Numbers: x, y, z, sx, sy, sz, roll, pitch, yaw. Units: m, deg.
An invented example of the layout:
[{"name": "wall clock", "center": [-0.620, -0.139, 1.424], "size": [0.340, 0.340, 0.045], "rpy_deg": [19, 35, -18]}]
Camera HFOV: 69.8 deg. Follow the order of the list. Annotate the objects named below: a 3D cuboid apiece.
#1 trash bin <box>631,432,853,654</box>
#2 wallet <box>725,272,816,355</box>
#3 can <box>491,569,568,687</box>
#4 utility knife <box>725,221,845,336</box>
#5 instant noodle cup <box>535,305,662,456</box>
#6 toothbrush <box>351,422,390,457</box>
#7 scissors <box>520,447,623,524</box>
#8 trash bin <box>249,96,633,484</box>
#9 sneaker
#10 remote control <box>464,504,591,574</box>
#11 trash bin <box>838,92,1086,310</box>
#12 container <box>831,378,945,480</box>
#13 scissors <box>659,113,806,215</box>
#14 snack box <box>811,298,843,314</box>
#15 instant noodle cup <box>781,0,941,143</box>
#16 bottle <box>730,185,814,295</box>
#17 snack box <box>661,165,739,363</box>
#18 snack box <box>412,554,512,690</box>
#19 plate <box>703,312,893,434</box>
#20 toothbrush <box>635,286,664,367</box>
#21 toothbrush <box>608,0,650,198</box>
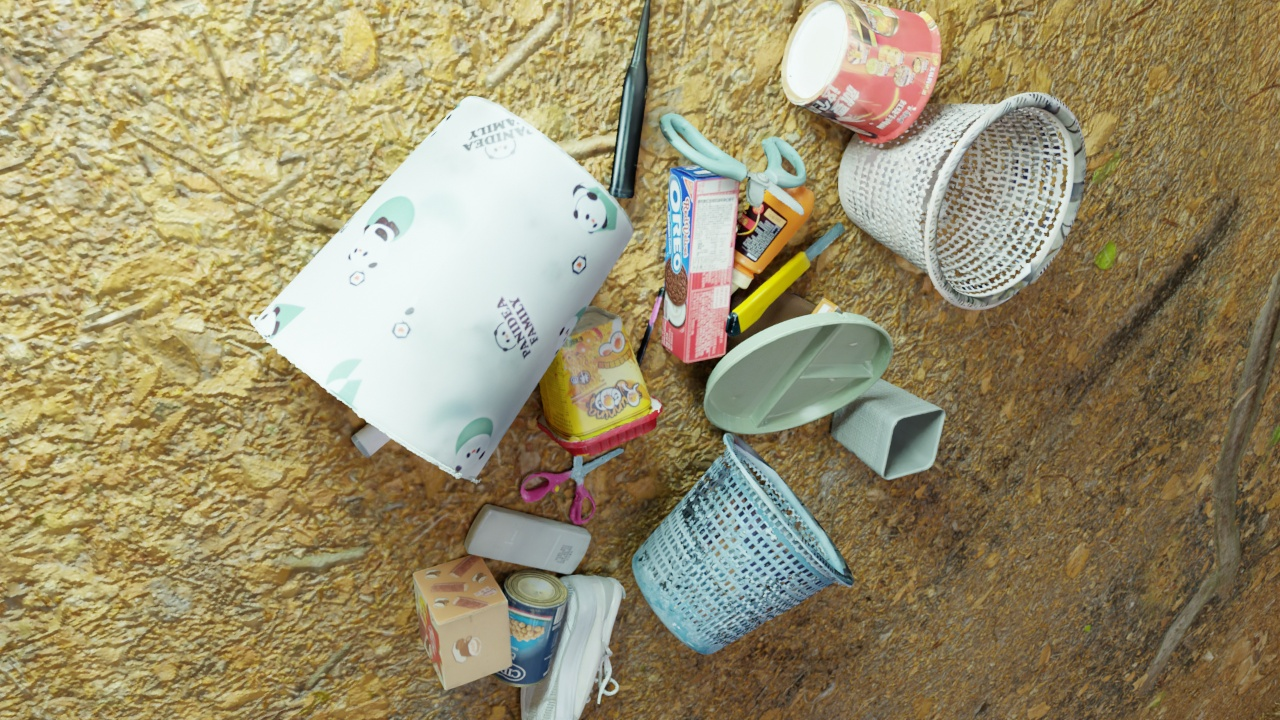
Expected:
[{"name": "trash bin", "center": [0.106, 0.232, 1.094], "size": [0.195, 0.226, 0.226], "rpy_deg": [-41, 129, 8]}, {"name": "wallet", "center": [0.145, -0.041, 1.079], "size": [0.124, 0.032, 0.101], "rpy_deg": [21, 98, -38]}, {"name": "can", "center": [-0.131, 0.305, 1.054], "size": [0.075, 0.075, 0.111], "rpy_deg": [3, 111, -33]}, {"name": "utility knife", "center": [0.167, -0.097, 1.042], "size": [0.230, 0.015, 0.033], "rpy_deg": [-41, 137, -29]}, {"name": "instant noodle cup", "center": [-0.053, 0.017, 0.942], "size": [0.116, 0.116, 0.124], "rpy_deg": [-21, 111, -21]}, {"name": "toothbrush", "center": [-0.189, 0.014, 0.904], "size": [0.221, 0.027, 0.026], "rpy_deg": [-41, 94, -8]}, {"name": "scissors", "center": [-0.074, 0.135, 1.044], "size": [0.133, 0.017, 0.136], "rpy_deg": [-25, 121, -23]}, {"name": "trash bin", "center": [-0.153, -0.065, 0.774], "size": [0.229, 0.230, 0.251], "rpy_deg": [41, 83, -38]}, {"name": "sneaker", "center": [-0.077, 0.372, 1.120], "size": [0.090, 0.089, 0.242], "rpy_deg": [7, 103, -38]}, {"name": "remote control", "center": [-0.126, 0.203, 1.040], "size": [0.150, 0.021, 0.058], "rpy_deg": [23, 100, -37]}, {"name": "trash bin", "center": [0.336, -0.193, 1.014], "size": [0.227, 0.192, 0.228], "rpy_deg": [-13, 119, -26]}, {"name": "container", "center": [0.316, 0.083, 1.191], "size": [0.090, 0.114, 0.090], "rpy_deg": [-8, 117, -28]}, {"name": "scissors", "center": [0.101, -0.209, 0.931], "size": [0.170, 0.174, 0.019], "rpy_deg": [32, 127, 0]}, {"name": "snack box", "center": [0.237, -0.011, 1.132], "size": [0.075, 0.026, 0.153], "rpy_deg": [-53, 142, 0]}, {"name": "instant noodle cup", "center": [0.217, -0.299, 0.934], "size": [0.108, 0.138, 0.138], "rpy_deg": [8, 109, -26]}, {"name": "bottle", "center": [0.128, -0.133, 1.006], "size": [0.066, 0.066, 0.150], "rpy_deg": [22, 108, -37]}, {"name": "snack box", "center": [0.063, -0.104, 0.980], "size": [0.058, 0.057, 0.208], "rpy_deg": [-10, 119, -25]}, {"name": "snack box", "center": [-0.193, 0.280, 0.991], "size": [0.077, 0.094, 0.093], "rpy_deg": [-13, 120, -26]}, {"name": "plate", "center": [0.181, 0.016, 1.067], "size": [0.230, 0.027, 0.231], "rpy_deg": [-12, 147, -8]}, {"name": "toothbrush", "center": [-0.006, 0.006, 1.021], "size": [0.017, 0.014, 0.189], "rpy_deg": [11, 107, -22]}, {"name": "toothbrush", "center": [-0.006, -0.263, 0.879], "size": [0.026, 0.027, 0.213], "rpy_deg": [-48, 148, -65]}]
